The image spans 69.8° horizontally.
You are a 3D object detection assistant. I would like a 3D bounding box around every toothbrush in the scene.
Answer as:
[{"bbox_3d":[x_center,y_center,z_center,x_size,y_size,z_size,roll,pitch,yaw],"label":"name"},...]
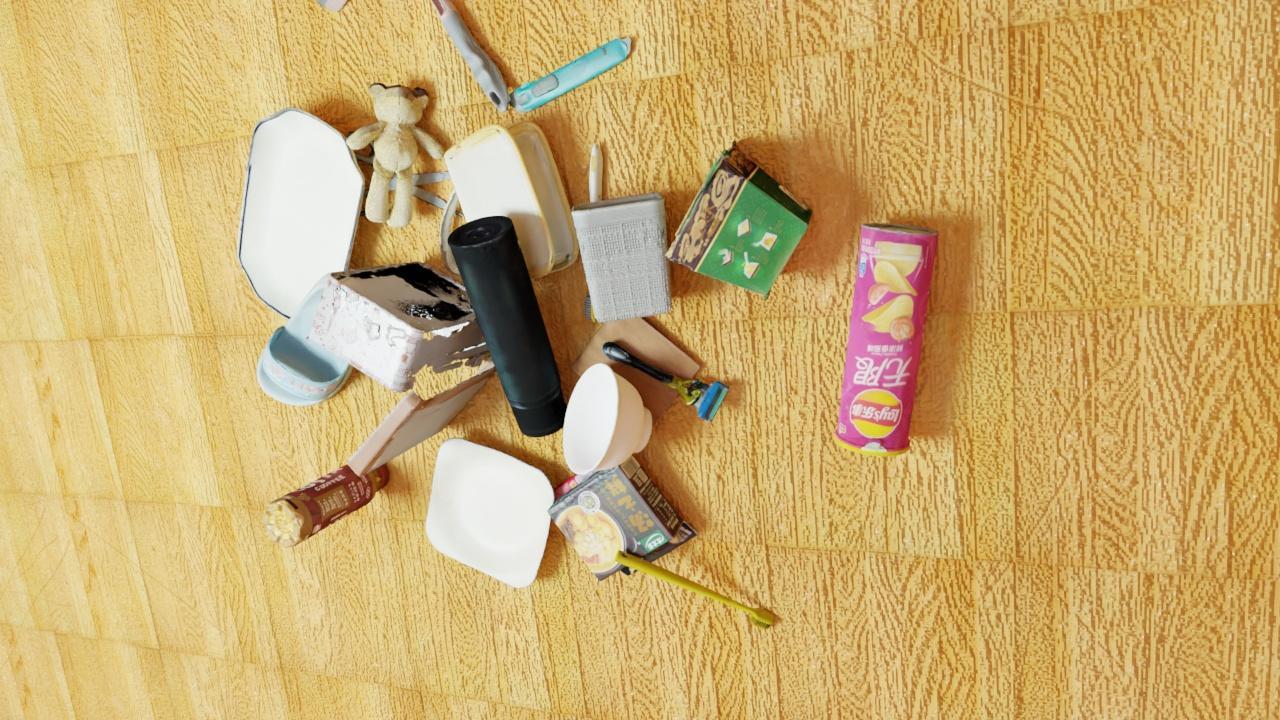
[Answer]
[{"bbox_3d":[-0.051,-0.135,0.983,0.018,0.016,0.191,10,108,30],"label":"toothbrush"},{"bbox_3d":[0.059,0.251,1.002,0.190,0.015,0.017,24,121,-5],"label":"toothbrush"}]

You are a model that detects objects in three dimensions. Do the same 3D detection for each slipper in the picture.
[{"bbox_3d":[-0.394,-0.012,1.105,0.104,0.074,0.246,37,130,-13],"label":"slipper"}]

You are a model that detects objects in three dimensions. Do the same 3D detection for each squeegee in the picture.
[{"bbox_3d":[-0.212,-0.370,0.978,0.248,0.040,0.249,-34,94,42],"label":"squeegee"}]

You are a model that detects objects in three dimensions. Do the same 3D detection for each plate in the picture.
[{"bbox_3d":[-0.178,0.179,1.107,0.164,0.034,0.164,20,110,17],"label":"plate"},{"bbox_3d":[-0.401,-0.170,1.099,0.162,0.034,0.266,28,119,12],"label":"plate"}]

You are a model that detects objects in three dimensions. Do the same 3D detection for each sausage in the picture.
[{"bbox_3d":[-0.052,0.125,1.047,0.156,0.020,0.020,-37,87,27],"label":"sausage"}]

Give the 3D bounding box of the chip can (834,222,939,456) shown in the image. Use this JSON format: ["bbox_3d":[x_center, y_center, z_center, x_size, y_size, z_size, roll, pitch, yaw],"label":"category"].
[{"bbox_3d":[0.229,-0.021,0.861,0.071,0.071,0.211,9,106,21],"label":"chip can"}]

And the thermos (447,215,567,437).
[{"bbox_3d":[-0.142,-0.033,0.981,0.090,0.068,0.243,27,140,45],"label":"thermos"}]

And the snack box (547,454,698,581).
[{"bbox_3d":[-0.021,0.181,1.025,0.113,0.053,0.125,-37,91,26],"label":"snack box"}]

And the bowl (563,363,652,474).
[{"bbox_3d":[-0.027,0.067,0.971,0.064,0.118,0.118,14,116,-28],"label":"bowl"}]

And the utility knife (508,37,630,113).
[{"bbox_3d":[-0.076,-0.295,0.952,0.157,0.013,0.029,-19,97,26],"label":"utility knife"}]

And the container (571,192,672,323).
[{"bbox_3d":[-0.015,-0.104,0.925,0.090,0.090,0.114,-9,104,0],"label":"container"}]

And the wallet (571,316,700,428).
[{"bbox_3d":[-0.006,0.006,0.998,0.115,0.020,0.101,41,114,6],"label":"wallet"}]

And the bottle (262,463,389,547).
[{"bbox_3d":[-0.373,0.166,1.108,0.057,0.174,0.057,6,106,21],"label":"bottle"}]

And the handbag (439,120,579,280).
[{"bbox_3d":[-0.160,-0.160,1.005,0.179,0.063,0.163,-14,98,38],"label":"handbag"}]

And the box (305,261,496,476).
[{"bbox_3d":[-0.263,0.013,1.023,0.156,0.182,0.193,32,110,13],"label":"box"}]

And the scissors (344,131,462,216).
[{"bbox_3d":[-0.285,-0.207,1.066,0.160,0.014,0.175,-37,88,26],"label":"scissors"}]

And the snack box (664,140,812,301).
[{"bbox_3d":[0.101,-0.130,0.874,0.105,0.118,0.118,29,114,0],"label":"snack box"}]

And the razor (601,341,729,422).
[{"bbox_3d":[0.022,0.017,0.971,0.143,0.022,0.042,26,84,12],"label":"razor"}]

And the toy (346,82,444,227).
[{"bbox_3d":[-0.274,-0.227,1.023,0.105,0.066,0.157,5,98,-19],"label":"toy"}]
